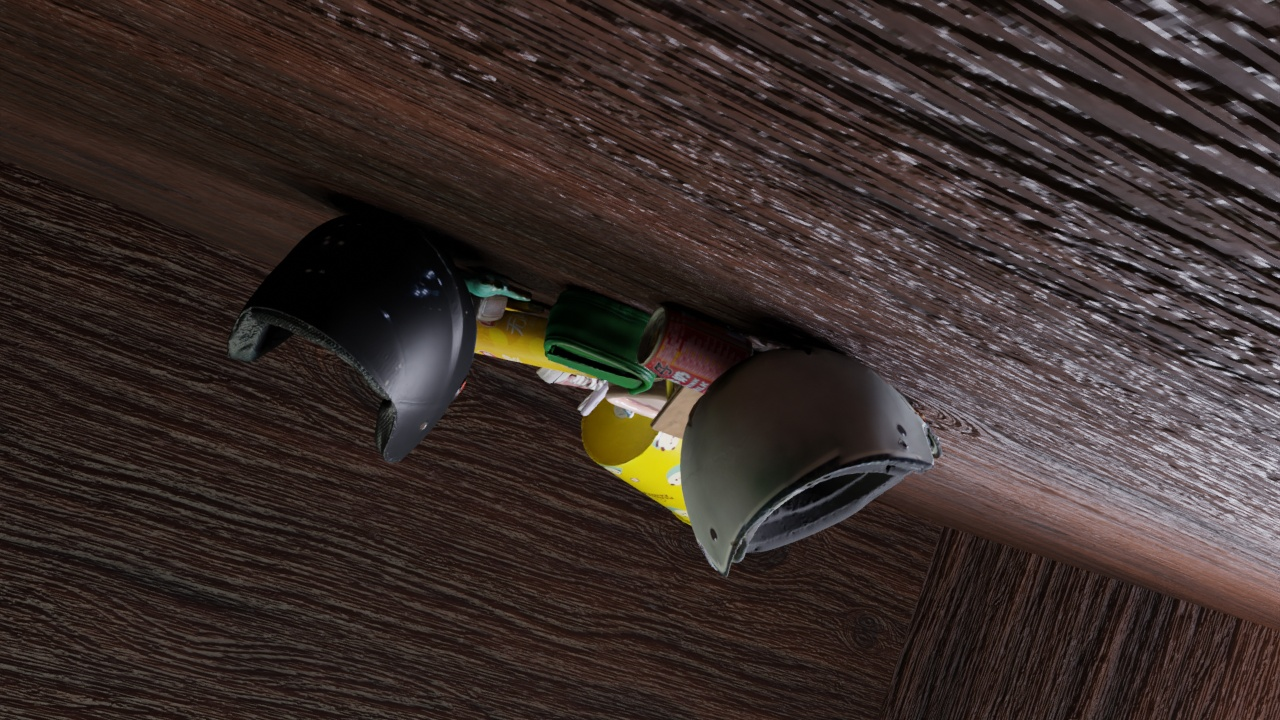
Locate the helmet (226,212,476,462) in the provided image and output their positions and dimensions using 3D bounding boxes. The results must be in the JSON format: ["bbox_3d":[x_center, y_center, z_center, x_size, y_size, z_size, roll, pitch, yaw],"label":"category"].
[{"bbox_3d":[-0.294,-0.037,1.016,0.233,0.230,0.275,35,174,1],"label":"helmet"}]

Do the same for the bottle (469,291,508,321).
[{"bbox_3d":[-0.275,-0.104,1.226,0.195,0.044,0.079,23,-169,20],"label":"bottle"}]

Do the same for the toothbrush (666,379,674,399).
[{"bbox_3d":[0.038,0.035,1.043,0.016,0.015,0.190,18,151,15],"label":"toothbrush"}]

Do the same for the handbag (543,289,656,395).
[{"bbox_3d":[-0.042,-0.017,1.003,0.131,0.067,0.120,21,162,-6],"label":"handbag"}]

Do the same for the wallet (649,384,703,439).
[{"bbox_3d":[0.080,0.057,1.033,0.101,0.020,0.116,20,132,-16],"label":"wallet"}]

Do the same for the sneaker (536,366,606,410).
[{"bbox_3d":[-0.087,0.011,1.390,0.088,0.118,0.241,38,-178,5],"label":"sneaker"}]

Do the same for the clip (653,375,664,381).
[{"bbox_3d":[-0.004,0.010,1.080,0.095,0.102,0.035,56,174,2],"label":"clip"}]

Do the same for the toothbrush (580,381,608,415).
[{"bbox_3d":[-0.040,0.034,1.334,0.029,0.021,0.190,3,148,-33],"label":"toothbrush"}]

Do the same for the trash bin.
[{"bbox_3d":[0.052,0.131,1.519,0.230,0.229,0.255,15,167,47],"label":"trash bin"}]

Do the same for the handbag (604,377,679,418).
[{"bbox_3d":[0.081,0.054,1.172,0.193,0.093,0.234,22,179,-28],"label":"handbag"}]

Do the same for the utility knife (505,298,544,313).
[{"bbox_3d":[-0.178,-0.079,1.299,0.033,0.015,0.156,16,177,-34],"label":"utility knife"}]

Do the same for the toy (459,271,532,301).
[{"bbox_3d":[-0.184,-0.091,1.127,0.096,0.030,0.092,16,179,-21],"label":"toy"}]

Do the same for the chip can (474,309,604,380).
[{"bbox_3d":[-0.143,-0.027,1.246,0.213,0.072,0.072,12,173,16],"label":"chip can"}]

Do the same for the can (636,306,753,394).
[{"bbox_3d":[0.051,-0.007,0.874,0.093,0.066,0.066,22,175,-16],"label":"can"}]

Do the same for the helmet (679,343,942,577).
[{"bbox_3d":[0.130,0.074,0.807,0.157,0.230,0.274,63,-168,15],"label":"helmet"}]

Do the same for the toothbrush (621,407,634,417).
[{"bbox_3d":[-0.017,0.037,1.351,0.026,0.027,0.220,43,-167,-14],"label":"toothbrush"}]
